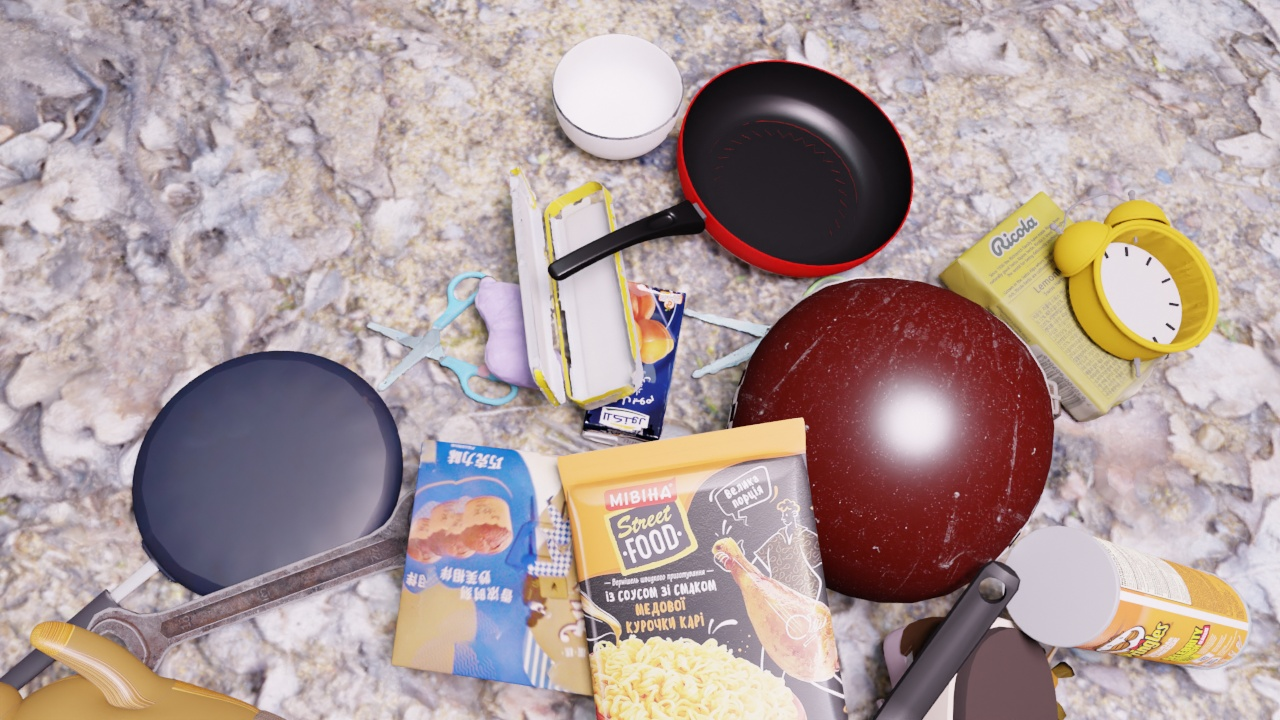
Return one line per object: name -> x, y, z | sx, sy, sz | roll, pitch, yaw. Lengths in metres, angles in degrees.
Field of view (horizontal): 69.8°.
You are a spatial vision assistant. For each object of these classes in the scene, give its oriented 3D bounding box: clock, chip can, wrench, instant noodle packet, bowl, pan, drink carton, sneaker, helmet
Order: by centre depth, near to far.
instant noodle packet -> 0.038, 0.157, 0.564 | 0.160, 0.032, 0.220 | -10, 83, 14
pan -> 0.124, 0.274, 0.569 | 0.204, 0.044, 0.356 | 35, 100, 16
sneaker -> 0.219, 0.319, 0.632 | 0.111, 0.117, 0.294 | -10, 90, -26
chip can -> 0.344, 0.170, 0.640 | 0.214, 0.075, 0.075 | 19, 64, -36
wrench -> -0.249, 0.160, 0.659 | 0.273, 0.010, 0.070 | -18, 90, -18
helmet -> 0.182, 0.058, 0.663 | 0.233, 0.254, 0.233 | 24, 78, 13
pan -> -0.339, 0.135, 0.676 | 0.355, 0.021, 0.199 | -42, 79, -17
drink carton -> -0.004, 0.004, 0.744 | 0.064, 0.040, 0.129 | 12, 69, -1
clock -> 0.408, -0.069, 0.761 | 0.113, 0.052, 0.152 | -22, 80, -17
pan -> 0.073, -0.134, 0.771 | 0.355, 0.067, 0.209 | -29, 76, -21
bowl -> -0.020, -0.224, 0.811 | 0.113, 0.063, 0.113 | 1, 68, -2

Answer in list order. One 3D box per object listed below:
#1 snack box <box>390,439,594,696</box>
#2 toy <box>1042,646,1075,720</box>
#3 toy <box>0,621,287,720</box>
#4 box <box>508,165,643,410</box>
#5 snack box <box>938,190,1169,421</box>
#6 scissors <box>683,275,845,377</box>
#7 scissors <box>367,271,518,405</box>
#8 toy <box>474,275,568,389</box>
snack box -> -0.056, 0.143, 0.637 | 0.203, 0.069, 0.155 | 6, 83, 9
toy -> 0.284, 0.245, 0.674 | 0.076, 0.062, 0.100 | 31, 83, 44
toy -> -0.304, 0.269, 0.565 | 0.203, 0.163, 0.198 | 9, 85, -13
box -> -0.049, -0.065, 0.725 | 0.080, 0.079, 0.209 | -12, 59, 5
snack box -> 0.364, -0.045, 0.796 | 0.121, 0.045, 0.181 | -38, 81, -19
scissors -> 0.120, -0.028, 0.784 | 0.170, 0.028, 0.138 | 12, 72, -6
scissors -> -0.154, -0.020, 0.754 | 0.135, 0.015, 0.135 | 23, 68, -3
toy -> -0.095, -0.020, 0.741 | 0.080, 0.037, 0.099 | 16, 49, -34
